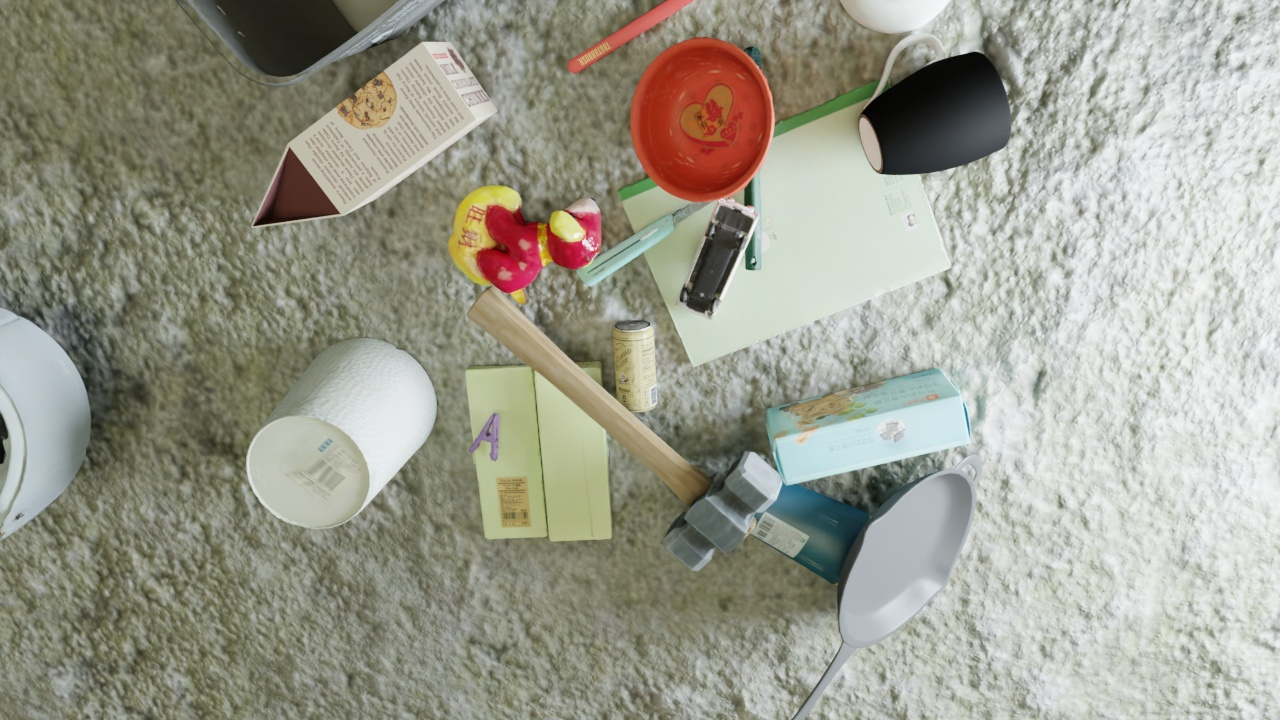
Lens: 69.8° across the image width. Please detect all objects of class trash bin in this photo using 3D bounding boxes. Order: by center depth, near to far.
[{"bbox_3d":[-0.216,-0.324,0.655,0.198,0.219,0.197,-32,105,12],"label":"trash bin"},{"bbox_3d":[-0.269,0.066,0.825,0.133,0.161,0.133,1,109,2],"label":"trash bin"}]

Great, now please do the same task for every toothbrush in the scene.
[{"bbox_3d":[0.030,-0.297,0.760,0.213,0.017,0.012,-28,106,12],"label":"toothbrush"},{"bbox_3d":[0.097,-0.171,0.792,0.016,0.017,0.190,-2,107,4],"label":"toothbrush"}]

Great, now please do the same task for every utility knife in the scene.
[{"bbox_3d":[0.017,-0.116,0.812,0.177,0.015,0.022,-30,71,20],"label":"utility knife"}]

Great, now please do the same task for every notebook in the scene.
[{"bbox_3d":[0.129,-0.118,0.823,0.253,0.010,0.182,-22,107,9],"label":"notebook"}]

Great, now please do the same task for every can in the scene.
[{"bbox_3d":[-0.005,0.005,0.857,0.038,0.038,0.079,-2,109,3],"label":"can"}]

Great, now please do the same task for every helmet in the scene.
[{"bbox_3d":[-0.630,0.053,0.838,0.264,0.163,0.236,-19,104,15],"label":"helmet"}]

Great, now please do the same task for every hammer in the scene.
[{"bbox_3d":[-0.026,0.051,0.834,0.323,0.051,0.118,41,118,0],"label":"hammer"}]

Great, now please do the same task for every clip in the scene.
[{"bbox_3d":[-0.151,0.075,0.885,0.046,0.014,0.050,-5,111,15],"label":"clip"}]

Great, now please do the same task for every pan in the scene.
[{"bbox_3d":[0.211,0.234,0.866,0.354,0.024,0.216,-55,137,-1],"label":"pan"}]

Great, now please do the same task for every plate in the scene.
[{"bbox_3d":[0.210,-0.319,0.740,0.104,0.026,0.104,1,109,3],"label":"plate"}]

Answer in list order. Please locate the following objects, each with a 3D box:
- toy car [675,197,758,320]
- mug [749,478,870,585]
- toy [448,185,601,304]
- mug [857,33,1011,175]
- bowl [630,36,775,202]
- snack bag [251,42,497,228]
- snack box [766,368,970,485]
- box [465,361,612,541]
[{"bbox_3d":[0.068,-0.091,0.810,0.039,0.038,0.113,24,128,3],"label":"toy car"},{"bbox_3d":[0.150,0.156,0.886,0.121,0.078,0.078,26,108,-2],"label":"mug"},{"bbox_3d":[-0.103,-0.102,0.811,0.137,0.067,0.105,1,93,5],"label":"toy"},{"bbox_3d":[0.229,-0.209,0.751,0.100,0.085,0.118,-20,76,2],"label":"mug"},{"bbox_3d":[0.058,-0.199,0.764,0.131,0.045,0.130,9,108,28],"label":"bowl"},{"bbox_3d":[-0.231,-0.177,0.774,0.207,0.094,0.070,-32,105,13],"label":"snack bag"},{"bbox_3d":[0.207,0.060,0.847,0.175,0.074,0.053,-15,109,8],"label":"snack box"},{"bbox_3d":[-0.099,0.092,0.902,0.137,0.024,0.187,0,109,5],"label":"box"}]
